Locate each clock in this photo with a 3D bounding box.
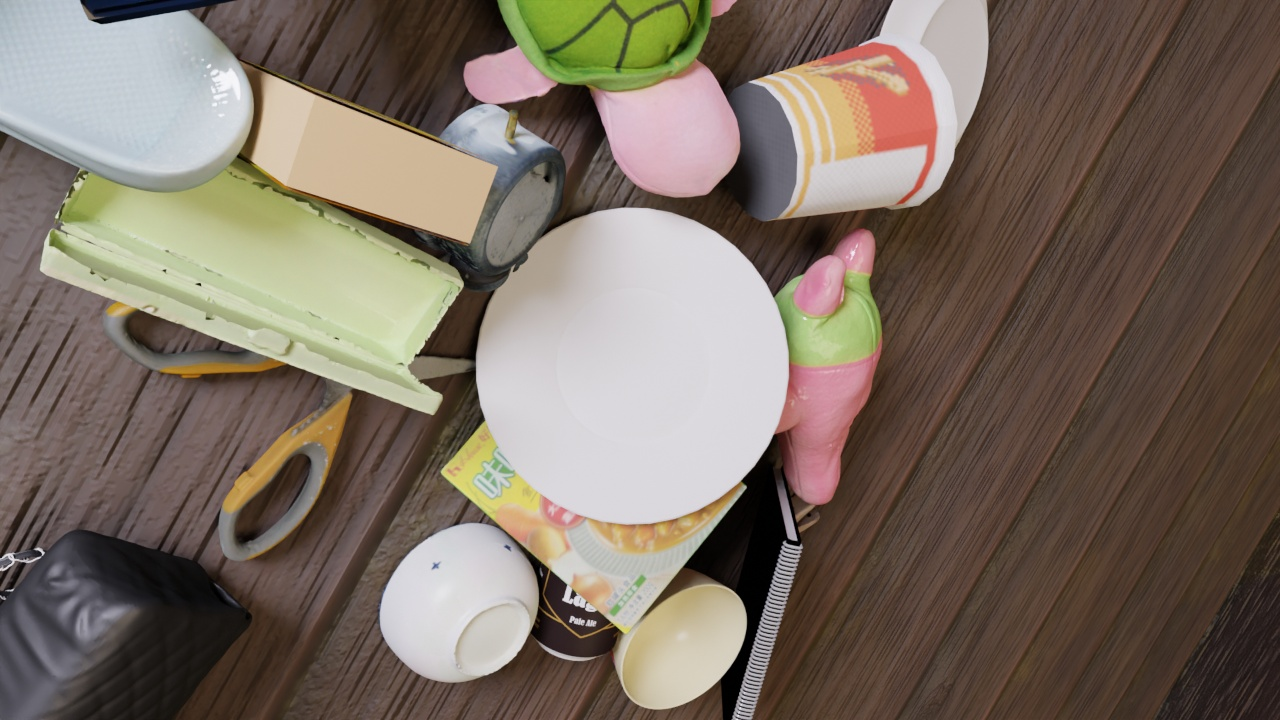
[{"bbox_3d":[-0.084,-0.090,0.531,0.090,0.052,0.129,-54,169,-13],"label":"clock"}]

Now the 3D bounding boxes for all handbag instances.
[{"bbox_3d":[-0.305,0.164,0.489,0.153,0.115,0.125,-56,157,-6],"label":"handbag"}]

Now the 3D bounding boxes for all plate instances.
[{"bbox_3d":[-0.004,0.003,0.612,0.208,0.015,0.208,0,89,-9],"label":"plate"},{"bbox_3d":[0.242,-0.230,0.741,0.188,0.016,0.189,-24,125,-40],"label":"plate"}]

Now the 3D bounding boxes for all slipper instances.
[{"bbox_3d":[-0.257,-0.149,0.330,0.245,0.074,0.104,31,71,-31],"label":"slipper"}]

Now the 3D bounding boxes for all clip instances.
[{"bbox_3d":[0.144,0.147,0.869,0.062,0.024,0.045,-20,123,-27],"label":"clip"}]

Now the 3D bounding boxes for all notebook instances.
[{"bbox_3d":[0.100,0.212,0.798,0.016,0.148,0.207,12,108,-1],"label":"notebook"}]

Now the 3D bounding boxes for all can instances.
[{"bbox_3d":[-0.039,0.155,0.691,0.071,0.072,0.129,3,110,-40],"label":"can"}]

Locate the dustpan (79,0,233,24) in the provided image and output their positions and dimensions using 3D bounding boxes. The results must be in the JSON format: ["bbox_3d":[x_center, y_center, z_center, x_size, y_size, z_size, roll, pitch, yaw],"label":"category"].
[{"bbox_3d":[-0.129,-0.286,0.372,0.272,0.080,0.237,-57,147,-54],"label":"dustpan"}]

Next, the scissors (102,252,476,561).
[{"bbox_3d":[-0.195,0.008,0.528,0.225,0.016,0.225,-53,134,-7],"label":"scissors"}]

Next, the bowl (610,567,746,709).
[{"bbox_3d":[0.019,0.217,0.764,0.117,0.074,0.118,-13,117,-26],"label":"bowl"}]

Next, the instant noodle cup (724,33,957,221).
[{"bbox_3d":[0.131,-0.157,0.647,0.121,0.123,0.123,-17,122,-23],"label":"instant noodle cup"}]

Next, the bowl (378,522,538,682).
[{"bbox_3d":[-0.119,0.178,0.644,0.113,0.063,0.113,-18,122,-33],"label":"bowl"}]

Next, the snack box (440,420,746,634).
[{"bbox_3d":[-0.030,0.082,0.629,0.168,0.027,0.132,42,81,-5],"label":"snack box"}]

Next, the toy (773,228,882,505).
[{"bbox_3d":[0.143,0.015,0.748,0.191,0.097,0.237,-32,130,-46],"label":"toy"}]

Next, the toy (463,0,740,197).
[{"bbox_3d":[-0.011,-0.203,0.523,0.189,0.088,0.238,-29,120,-19],"label":"toy"}]

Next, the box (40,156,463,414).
[{"bbox_3d":[-0.177,-0.049,0.454,0.188,0.092,0.083,25,88,-37],"label":"box"}]

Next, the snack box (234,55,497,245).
[{"bbox_3d":[-0.141,-0.102,0.440,0.088,0.126,0.040,14,102,-42],"label":"snack box"}]
